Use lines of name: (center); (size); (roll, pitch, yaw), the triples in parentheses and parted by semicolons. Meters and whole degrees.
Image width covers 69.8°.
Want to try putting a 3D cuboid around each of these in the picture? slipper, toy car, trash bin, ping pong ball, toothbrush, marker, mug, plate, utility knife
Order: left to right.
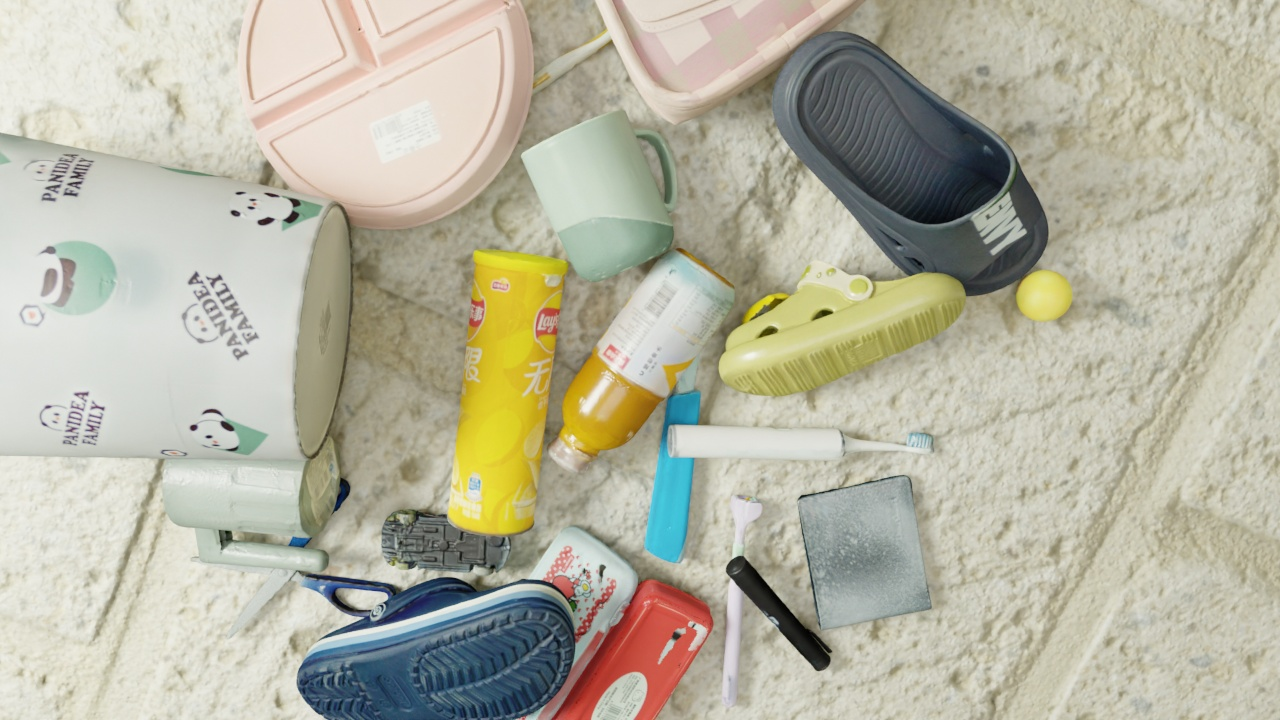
trash bin: (-0.341, -0.033, 0.623); (0.252, 0.229, 0.230); (7, 100, -8)
mug: (-0.296, 0.109, 0.712); (0.103, 0.083, 0.124); (5, 115, 4)
plate: (-0.190, -0.210, 0.661); (0.230, 0.028, 0.229); (1, 98, 11)
slipper: (-0.158, 0.230, 0.738); (0.253, 0.095, 0.105); (-19, 119, 19)
toy car: (-0.157, 0.146, 0.748); (0.105, 0.031, 0.049); (4, 101, 0)
toothbrush: (-0.019, -0.252, 0.687); (0.191, 0.016, 0.018); (-33, 88, 4)
mug: (-0.018, -0.125, 0.683); (0.111, 0.082, 0.106); (-30, 100, -28)
utility knife: (0.031, 0.071, 0.745); (0.034, 0.018, 0.191); (6, 98, -9)
toothbrush: (0.081, 0.205, 0.770); (0.029, 0.021, 0.189); (12, 104, 35)
marker: (0.116, 0.210, 0.759); (0.022, 0.020, 0.132); (-45, 110, -13)
toothbrush: (0.132, 0.067, 0.736); (0.221, 0.027, 0.026); (2, 92, -9)
slipper: (0.148, -0.033, 0.705); (0.191, 0.091, 0.081); (-20, 62, 10)
slipper: (0.206, -0.124, 0.651); (0.268, 0.083, 0.111); (33, 102, -27)
ping pong ball: (0.315, -0.050, 0.717); (0.040, 0.040, 0.040); (0, 100, -1)

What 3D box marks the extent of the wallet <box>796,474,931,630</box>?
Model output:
wallet: (0.187, 0.160, 0.765); (0.097, 0.019, 0.121); (-11, 99, -1)

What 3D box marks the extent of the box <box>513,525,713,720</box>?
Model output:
box: (-0.049, 0.255, 0.761); (0.161, 0.060, 0.201); (32, 97, -3)

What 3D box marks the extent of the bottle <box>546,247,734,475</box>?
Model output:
bottle: (-0.004, 0.004, 0.707); (0.068, 0.068, 0.190); (35, 98, -7)

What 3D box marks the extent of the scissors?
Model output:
scissors: (-0.282, 0.171, 0.759); (0.162, 0.012, 0.176); (30, 97, -7)

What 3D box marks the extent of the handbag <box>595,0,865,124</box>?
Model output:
handbag: (0.036, -0.305, 0.630); (0.193, 0.093, 0.234); (-34, 105, 3)

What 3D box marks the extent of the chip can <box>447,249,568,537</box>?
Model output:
chip can: (-0.104, 0.024, 0.708); (0.072, 0.072, 0.213); (8, 101, -3)
